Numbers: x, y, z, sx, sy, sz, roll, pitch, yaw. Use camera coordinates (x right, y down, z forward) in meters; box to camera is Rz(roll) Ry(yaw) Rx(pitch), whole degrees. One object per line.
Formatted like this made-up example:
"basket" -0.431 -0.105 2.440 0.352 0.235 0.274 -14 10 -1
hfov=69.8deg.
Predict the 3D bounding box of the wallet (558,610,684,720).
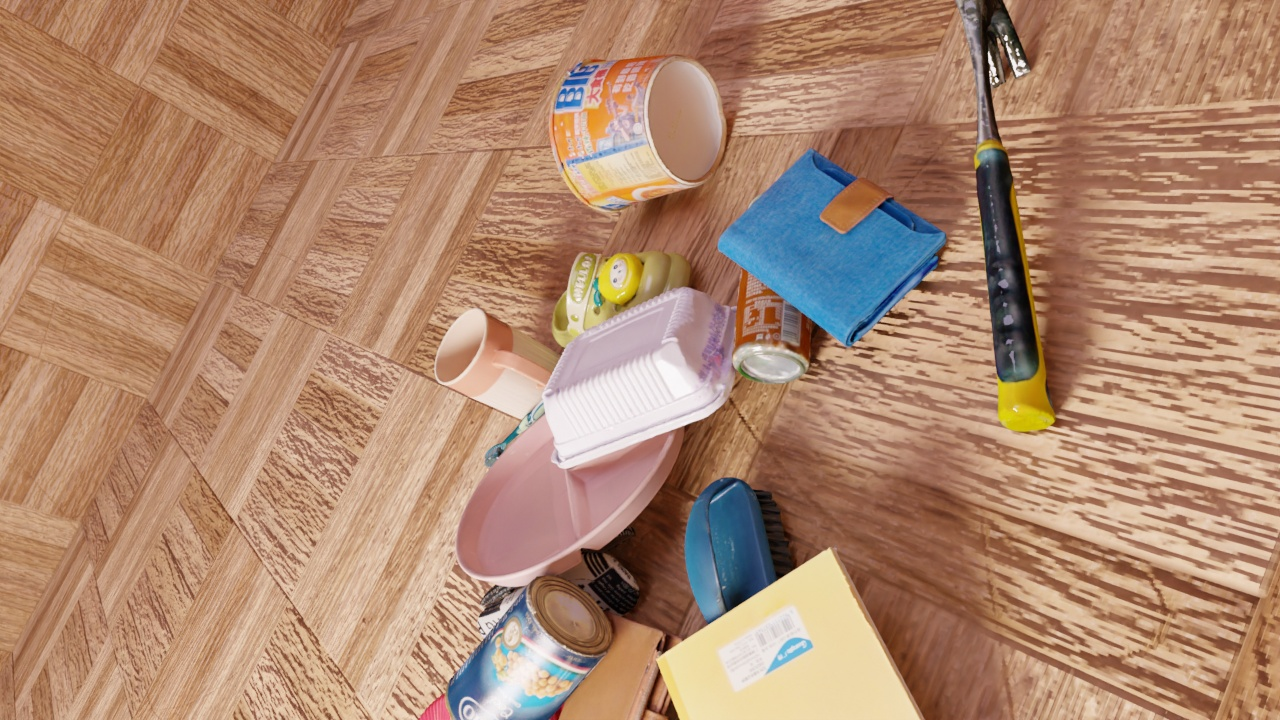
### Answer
"wallet" -0.020 0.248 0.643 0.108 0.031 0.131 -8 57 58

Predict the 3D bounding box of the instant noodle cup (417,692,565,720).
"instant noodle cup" -0.134 0.332 0.724 0.194 0.066 0.193 -31 44 35

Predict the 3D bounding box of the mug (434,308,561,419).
"mug" -0.129 0.008 0.906 0.115 0.106 0.081 6 71 52

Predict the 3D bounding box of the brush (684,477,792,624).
"brush" 0.063 0.140 0.609 0.055 0.073 0.143 -42 40 33

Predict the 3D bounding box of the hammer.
"hammer" 0.225 -0.114 0.577 0.032 0.126 0.322 -14 65 36

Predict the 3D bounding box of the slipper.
"slipper" -0.037 -0.058 0.865 0.191 0.081 0.091 -11 61 50

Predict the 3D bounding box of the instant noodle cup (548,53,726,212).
"instant noodle cup" 0.004 -0.222 0.880 0.112 0.151 0.151 3 68 42

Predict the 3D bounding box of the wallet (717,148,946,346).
"wallet" 0.136 -0.084 0.659 0.106 0.040 0.133 -44 59 -5

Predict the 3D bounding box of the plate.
"plate" -0.057 0.096 0.763 0.230 0.028 0.229 -30 25 16

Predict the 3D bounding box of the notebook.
"notebook" 0.098 0.229 0.504 0.146 0.010 0.206 -41 58 26

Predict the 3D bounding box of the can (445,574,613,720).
"can" -0.080 0.218 0.661 0.111 0.075 0.075 -52 36 17

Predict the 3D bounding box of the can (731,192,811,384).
"can" 0.105 -0.058 0.709 0.058 0.058 0.147 -20 52 42

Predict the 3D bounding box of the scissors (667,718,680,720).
"scissors" 0.025 0.258 0.619 0.130 0.019 0.185 -40 41 28

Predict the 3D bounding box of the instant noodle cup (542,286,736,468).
"instant noodle cup" -0.004 0.004 0.748 0.174 0.060 0.137 -22 28 30

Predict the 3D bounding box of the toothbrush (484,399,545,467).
"toothbrush" -0.105 0.057 0.897 0.192 0.016 0.018 -41 21 39

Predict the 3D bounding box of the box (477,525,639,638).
"box" -0.068 0.181 0.759 0.163 0.076 0.087 -36 20 33
